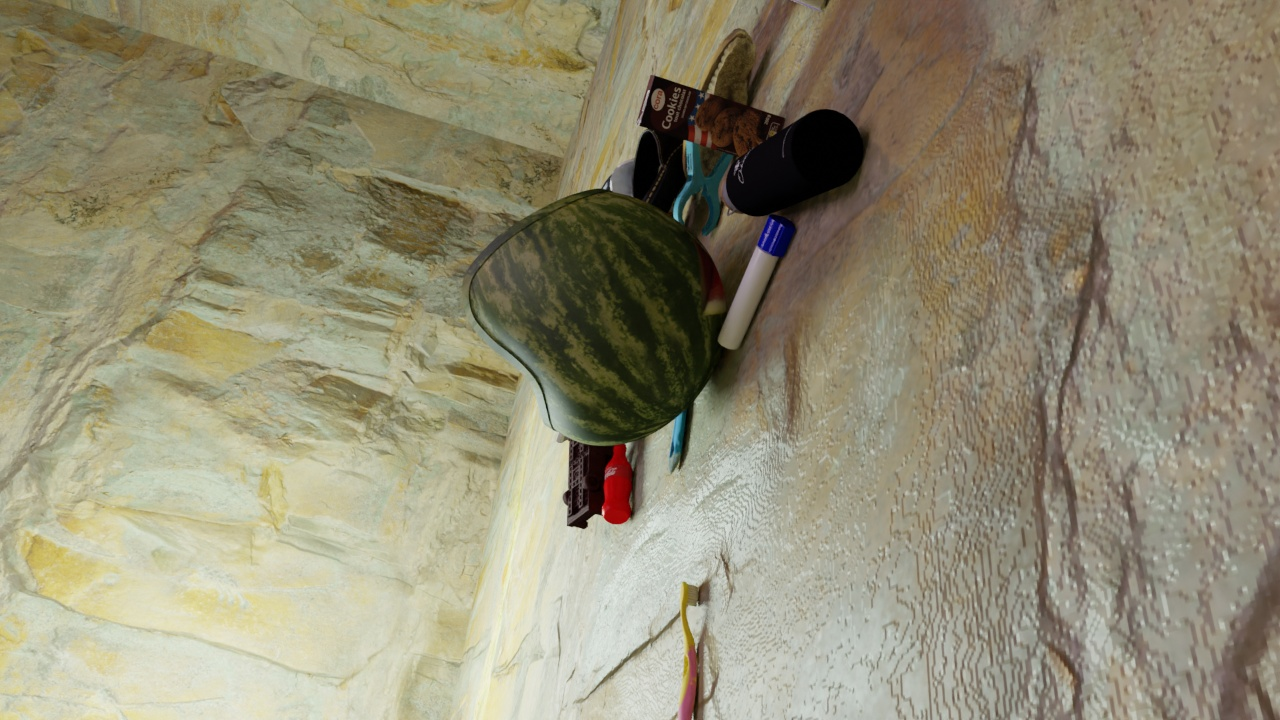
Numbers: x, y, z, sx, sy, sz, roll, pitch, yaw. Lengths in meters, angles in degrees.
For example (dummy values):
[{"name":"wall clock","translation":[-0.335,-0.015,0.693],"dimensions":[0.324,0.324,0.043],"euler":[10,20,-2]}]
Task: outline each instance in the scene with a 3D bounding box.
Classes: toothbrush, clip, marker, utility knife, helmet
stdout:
[{"name":"toothbrush","translation":[0.041,0.256,0.792],"dimensions":[0.021,0.016,0.135],"euler":[122,157,-50]},{"name":"clip","translation":[0.089,-0.207,1.094],"dimensions":[0.028,0.113,0.127],"euler":[-144,76,-78]},{"name":"marker","translation":[0.107,-0.071,0.857],"dimensions":[0.027,0.023,0.133],"euler":[55,133,47]},{"name":"utility knife","translation":[0.048,0.029,1.034],"dimensions":[0.031,0.015,0.205],"euler":[133,151,-57]},{"name":"helmet","translation":[-0.030,-0.043,0.947],"dimensions":[0.244,0.247,0.212],"euler":[-31,-1,24]}]

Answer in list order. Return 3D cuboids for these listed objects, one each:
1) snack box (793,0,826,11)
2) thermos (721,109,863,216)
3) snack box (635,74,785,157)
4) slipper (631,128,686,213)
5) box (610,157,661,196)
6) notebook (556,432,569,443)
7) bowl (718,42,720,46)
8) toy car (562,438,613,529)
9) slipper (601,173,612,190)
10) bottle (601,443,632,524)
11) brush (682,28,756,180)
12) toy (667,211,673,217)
[{"name":"snack box","translation":[0.113,-0.409,0.941],"dimensions":[0.147,0.143,0.041],"euler":[-99,28,-64]},{"name":"thermos","translation":[0.119,-0.165,0.816],"dimensions":[0.231,0.061,0.061],"euler":[-175,99,-78]},{"name":"snack box","translation":[0.071,-0.246,0.941],"dimensions":[0.031,0.141,0.051],"euler":[-111,37,-71]},{"name":"slipper","translation":[0.031,-0.270,1.222],"dimensions":[0.113,0.076,0.267],"euler":[114,-179,-50]},{"name":"box","translation":[0.001,-0.247,1.315],"dimensions":[0.165,0.083,0.092],"euler":[-36,-68,-61]},{"name":"notebook","translation":[-0.039,-0.003,1.167],"dimensions":[0.142,0.009,0.210],"euler":[-26,-40,-60]},{"name":"bowl","translation":[0.099,-0.339,1.158],"dimensions":[0.110,0.040,0.110],"euler":[-168,99,-89]},{"name":"toy car","translation":[-0.063,0.142,1.244],"dimensions":[0.070,0.061,0.169],"euler":[-41,39,42]},{"name":"slipper","translation":[-0.039,-0.207,1.405],"dimensions":[0.111,0.083,0.267],"euler":[-44,40,25]},{"name":"bottle","translation":[-0.029,0.154,1.180],"dimensions":[0.118,0.036,0.036],"euler":[-88,17,-47]},{"name":"brush","translation":[0.094,-0.299,1.102],"dimensions":[0.043,0.059,0.196],"euler":[-106,28,-50]},{"name":"toy","translation":[0.027,-0.164,1.240],"dimensions":[0.087,0.067,0.112],"euler":[-60,0,5]}]
